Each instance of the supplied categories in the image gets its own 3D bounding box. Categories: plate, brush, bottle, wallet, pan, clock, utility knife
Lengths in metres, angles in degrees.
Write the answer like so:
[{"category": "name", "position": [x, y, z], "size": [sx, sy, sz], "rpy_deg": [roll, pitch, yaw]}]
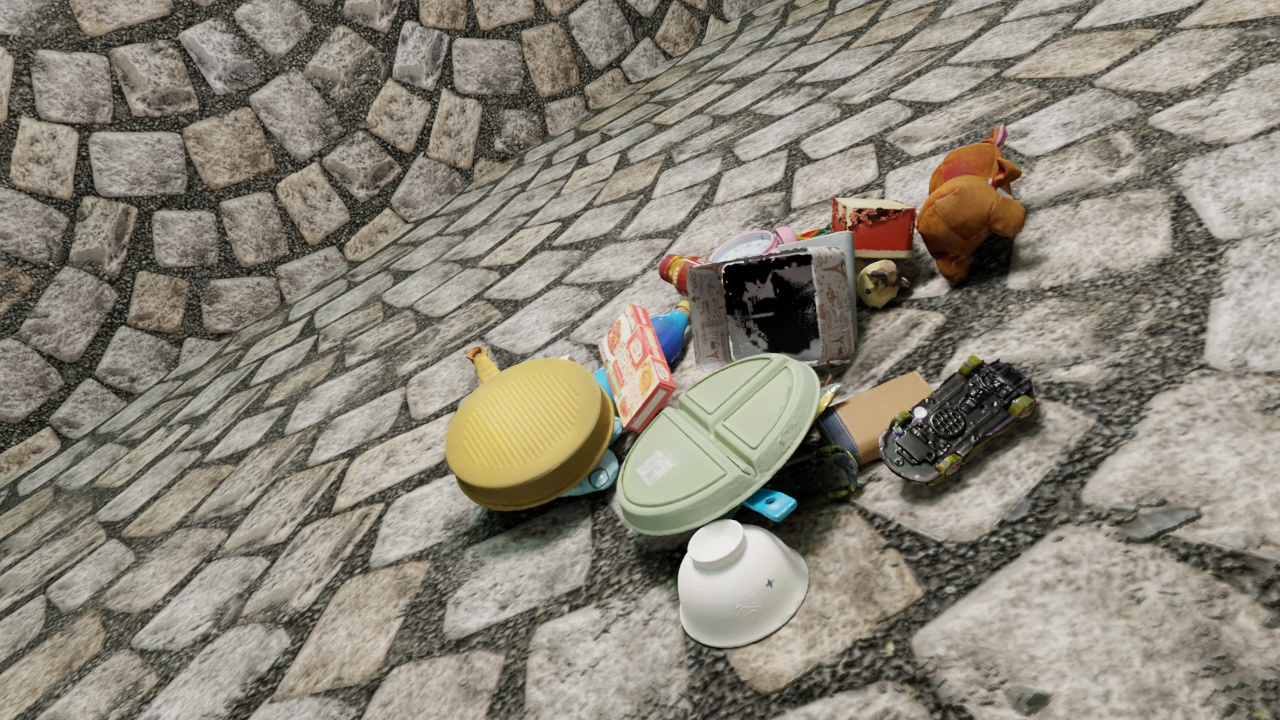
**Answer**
[{"category": "plate", "position": [0.067, 0.072, 0.872], "size": [0.230, 0.027, 0.229], "rpy_deg": [-35, 19, 14]}, {"category": "brush", "position": [0.063, 0.123, 0.862], "size": [0.083, 0.046, 0.255], "rpy_deg": [-35, 13, -22]}, {"category": "bottle", "position": [0.008, -0.008, 1.192], "size": [0.065, 0.065, 0.218], "rpy_deg": [0, 36, 45]}, {"category": "wallet", "position": [0.205, -0.079, 1.078], "size": [0.107, 0.129, 0.037], "rpy_deg": [-7, -9, 41]}, {"category": "bottle", "position": [0.098, -0.100, 1.229], "size": [0.057, 0.057, 0.175], "rpy_deg": [-40, 45, -24]}, {"category": "wallet", "position": [0.229, 0.057, 0.882], "size": [0.115, 0.033, 0.090], "rpy_deg": [-25, 27, 4]}, {"category": "pan", "position": [-0.158, 0.052, 1.109], "size": [0.197, 0.078, 0.357], "rpy_deg": [-33, 41, -9]}, {"category": "clock", "position": [0.167, -0.136, 1.282], "size": [0.159, 0.060, 0.117], "rpy_deg": [-11, 30, 30]}, {"category": "utility knife", "position": [0.128, 0.098, 0.888], "size": [0.204, 0.021, 0.031], "rpy_deg": [-54, 18, -9]}]

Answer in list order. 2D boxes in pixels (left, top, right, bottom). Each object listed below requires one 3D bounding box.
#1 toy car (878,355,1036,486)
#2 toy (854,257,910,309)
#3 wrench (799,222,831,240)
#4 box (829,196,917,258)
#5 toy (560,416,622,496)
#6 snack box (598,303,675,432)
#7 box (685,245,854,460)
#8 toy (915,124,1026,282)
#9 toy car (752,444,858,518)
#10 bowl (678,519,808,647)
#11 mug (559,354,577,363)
[{"category": "toy car", "position": [0.278, 0.054, 0.809], "size": [0.158, 0.042, 0.070], "rpy_deg": [-33, 55, -13]}, {"category": "toy", "position": [0.254, -0.098, 1.129], "size": [0.105, 0.066, 0.157], "rpy_deg": [8, 1, -32]}, {"category": "wrench", "position": [0.219, -0.174, 1.353], "size": [0.274, 0.016, 0.056], "rpy_deg": [-21, 24, 15]}, {"category": "box", "position": [0.285, -0.176, 1.145], "size": [0.091, 0.076, 0.168], "rpy_deg": [2, 14, 5]}, {"category": "toy", "position": [-0.074, 0.111, 1.064], "size": [0.162, 0.050, 0.155], "rpy_deg": [7, 38, 45]}, {"category": "snack box", "position": [-0.006, 0.006, 1.074], "size": [0.075, 0.025, 0.152], "rpy_deg": [-53, 34, 27]}, {"category": "box", "position": [0.131, -0.003, 1.028], "size": [0.180, 0.134, 0.270], "rpy_deg": [-4, 65, 42]}, {"category": "toy", "position": [0.394, -0.188, 1.082], "size": [0.140, 0.130, 0.199], "rpy_deg": [-46, 16, 38]}, {"category": "toy car", "position": [0.149, 0.112, 0.846], "size": [0.105, 0.048, 0.032], "rpy_deg": [-21, -7, 16]}, {"category": "bowl", "position": [0.075, 0.174, 0.774], "size": [0.118, 0.065, 0.118], "rpy_deg": [-23, 25, 11]}, {"category": "mug", "position": [-0.124, 0.059, 1.196], "size": [0.106, 0.082, 0.114], "rpy_deg": [-22, 52, 10]}]
